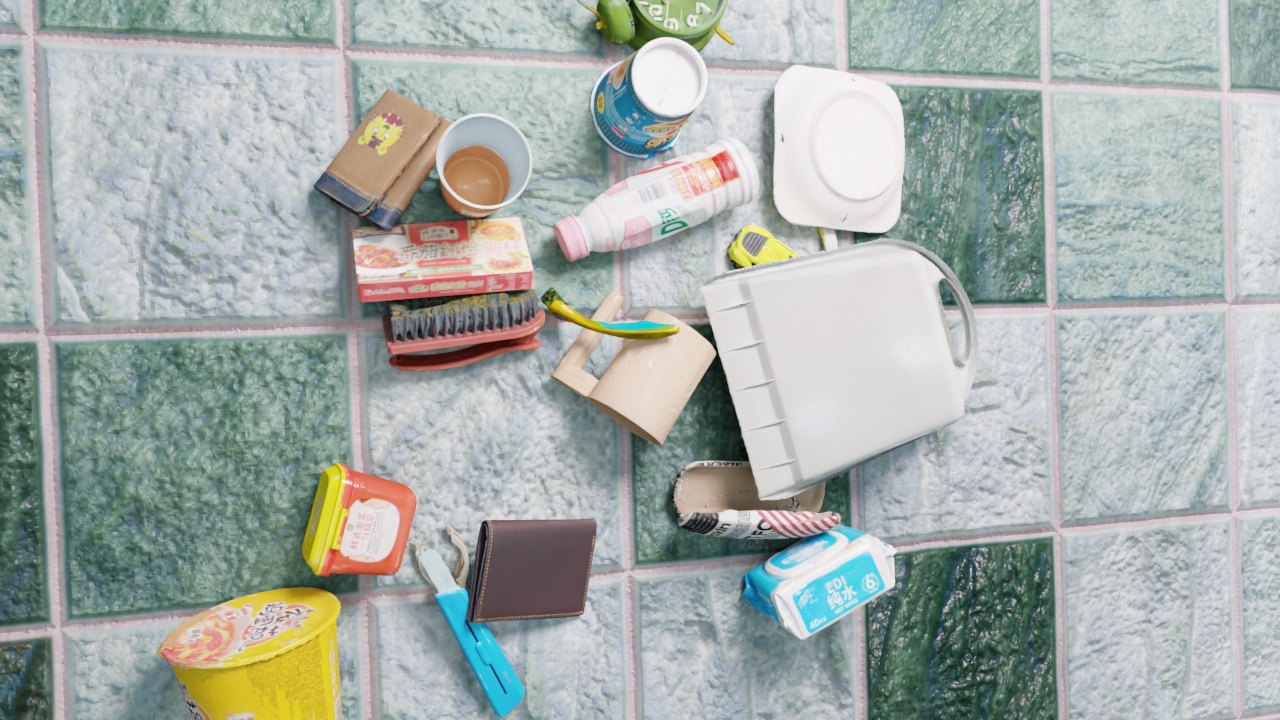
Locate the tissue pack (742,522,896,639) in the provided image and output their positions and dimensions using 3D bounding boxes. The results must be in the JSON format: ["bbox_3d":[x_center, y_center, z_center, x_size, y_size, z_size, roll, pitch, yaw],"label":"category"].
[{"bbox_3d":[0.177,0.213,0.910,0.140,0.090,0.063,-26,97,-13],"label":"tissue pack"}]

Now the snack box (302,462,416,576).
[{"bbox_3d":[-0.245,0.143,0.805,0.080,0.082,0.091,16,87,-25],"label":"snack box"}]

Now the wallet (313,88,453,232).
[{"bbox_3d":[-0.225,-0.178,0.814,0.090,0.033,0.115,30,80,22],"label":"wallet"}]

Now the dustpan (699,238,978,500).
[{"bbox_3d":[0.217,-0.008,0.915,0.258,0.142,0.222,-16,92,9],"label":"dustpan"}]

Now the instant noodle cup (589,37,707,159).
[{"bbox_3d":[0.013,-0.248,0.852,0.099,0.110,0.099,0,90,-16],"label":"instant noodle cup"}]

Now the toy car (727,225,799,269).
[{"bbox_3d":[0.138,-0.096,0.927,0.105,0.032,0.048,34,82,-14],"label":"toy car"}]

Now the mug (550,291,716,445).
[{"bbox_3d":[-0.005,0.005,0.871,0.124,0.084,0.103,32,80,9],"label":"mug"}]

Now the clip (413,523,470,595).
[{"bbox_3d":[-0.185,0.207,0.845,0.082,0.035,0.104,-9,101,-19],"label":"clip"}]

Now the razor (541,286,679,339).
[{"bbox_3d":[-0.027,-0.037,0.843,0.133,0.043,0.028,14,73,20],"label":"razor"}]

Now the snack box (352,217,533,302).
[{"bbox_3d":[-0.178,-0.092,0.824,0.152,0.026,0.075,-6,50,-15],"label":"snack box"}]

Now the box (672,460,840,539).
[{"bbox_3d":[0.112,0.134,0.910,0.162,0.076,0.087,1,64,-15],"label":"box"}]

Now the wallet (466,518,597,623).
[{"bbox_3d":[-0.098,0.195,0.853,0.122,0.020,0.096,8,93,-37],"label":"wallet"}]

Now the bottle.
[{"bbox_3d":[0.014,-0.149,0.878,0.196,0.068,0.068,-24,97,-10],"label":"bottle"}]

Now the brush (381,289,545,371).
[{"bbox_3d":[-0.159,-0.030,0.838,0.145,0.063,0.069,-8,123,-16],"label":"brush"}]

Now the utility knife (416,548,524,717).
[{"bbox_3d":[-0.156,0.246,0.838,0.034,0.018,0.191,-27,110,-12],"label":"utility knife"}]

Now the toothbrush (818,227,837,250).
[{"bbox_3d":[0.175,-0.199,0.946,0.016,0.018,0.191,-17,97,-12],"label":"toothbrush"}]

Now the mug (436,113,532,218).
[{"bbox_3d":[-0.142,-0.162,0.805,0.078,0.123,0.078,0,90,-14],"label":"mug"}]

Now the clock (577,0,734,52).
[{"bbox_3d":[0.014,-0.355,0.879,0.161,0.056,0.116,2,89,-15],"label":"clock"}]

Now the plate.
[{"bbox_3d":[0.211,-0.215,0.932,0.164,0.034,0.163,1,90,-25],"label":"plate"}]

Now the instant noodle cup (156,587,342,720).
[{"bbox_3d":[-0.313,0.268,0.764,0.138,0.138,0.110,-9,101,-15],"label":"instant noodle cup"}]
